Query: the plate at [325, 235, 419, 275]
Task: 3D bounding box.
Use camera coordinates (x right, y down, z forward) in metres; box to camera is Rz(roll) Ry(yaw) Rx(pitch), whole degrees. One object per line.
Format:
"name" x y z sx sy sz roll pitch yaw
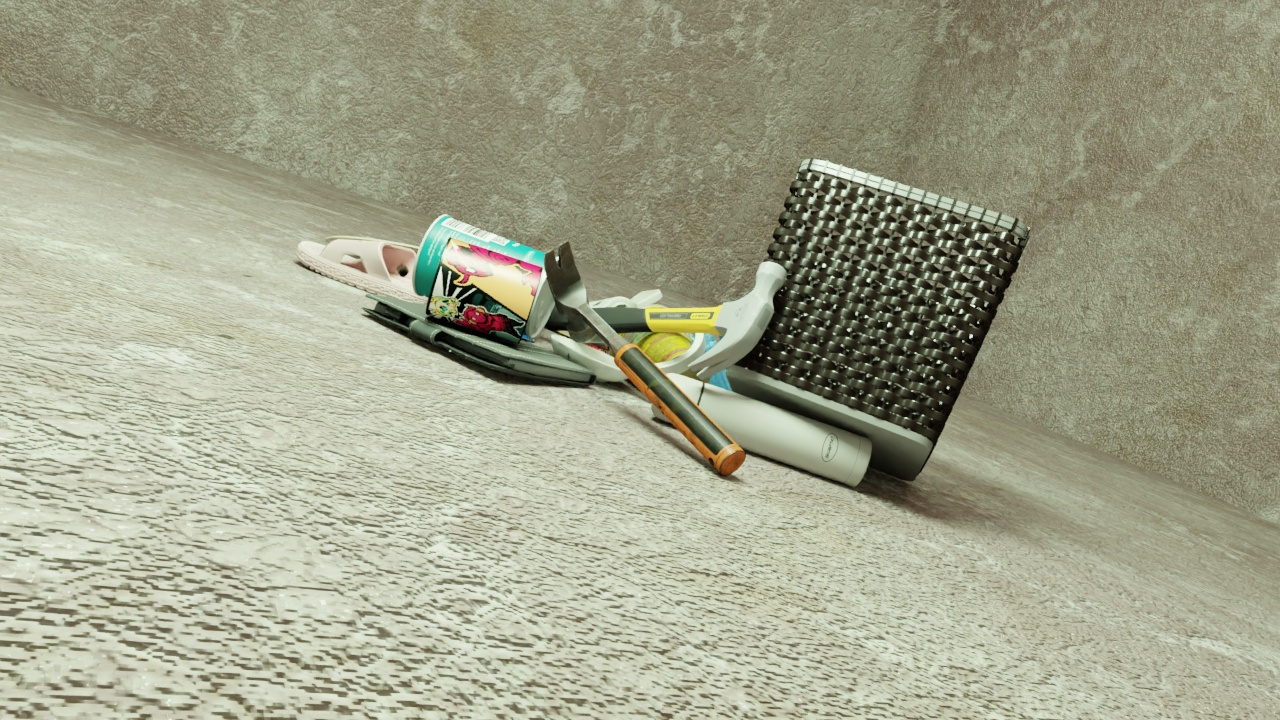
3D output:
"plate" -0.342 -0.139 1.279 0.189 0.027 0.189 8 -3 0

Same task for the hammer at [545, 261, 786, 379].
"hammer" 0.006 -0.044 1.008 0.324 0.126 0.029 3 -29 45

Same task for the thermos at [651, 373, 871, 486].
"thermos" 0.121 0.069 0.939 0.224 0.052 0.052 19 8 0

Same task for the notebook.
"notebook" -0.171 -0.022 0.972 0.209 0.029 0.169 20 5 32

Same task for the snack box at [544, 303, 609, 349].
"snack box" -0.065 -0.049 1.310 0.207 0.057 0.056 23 5 27

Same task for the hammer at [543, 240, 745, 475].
"hammer" -0.004 -0.002 0.888 0.314 0.035 0.138 45 -19 42

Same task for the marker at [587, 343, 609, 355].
"marker" -0.007 0.007 1.182 0.145 0.021 0.023 16 16 -20

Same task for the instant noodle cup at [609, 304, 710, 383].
"instant noodle cup" 0.031 -0.001 1.092 0.100 0.100 0.112 14 17 -32

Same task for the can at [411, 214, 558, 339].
"can" -0.173 -0.096 1.053 0.144 0.099 0.099 21 8 6

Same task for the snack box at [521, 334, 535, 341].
"snack box" -0.141 -0.080 1.222 0.034 0.087 0.151 17 8 -6

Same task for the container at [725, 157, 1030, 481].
"container" 0.251 -0.033 1.024 0.246 0.243 0.247 21 -11 17

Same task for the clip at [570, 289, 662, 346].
"clip" -0.036 -0.044 1.198 0.152 0.099 0.126 -1 2 -32

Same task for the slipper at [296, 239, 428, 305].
"slipper" -0.312 -0.114 1.146 0.239 0.064 0.094 22 8 13

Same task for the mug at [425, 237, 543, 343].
"mug" -0.158 -0.080 0.946 0.098 0.082 0.117 17 29 -10

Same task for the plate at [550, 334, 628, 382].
"plate" -0.059 0.003 1.049 0.104 0.026 0.104 24 6 -3

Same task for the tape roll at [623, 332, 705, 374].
"tape roll" 0.026 -0.017 1.031 0.094 0.018 0.093 -10 41 9

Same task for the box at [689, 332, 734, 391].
"box" 0.106 0.002 1.224 0.054 0.093 0.231 -23 6 3
